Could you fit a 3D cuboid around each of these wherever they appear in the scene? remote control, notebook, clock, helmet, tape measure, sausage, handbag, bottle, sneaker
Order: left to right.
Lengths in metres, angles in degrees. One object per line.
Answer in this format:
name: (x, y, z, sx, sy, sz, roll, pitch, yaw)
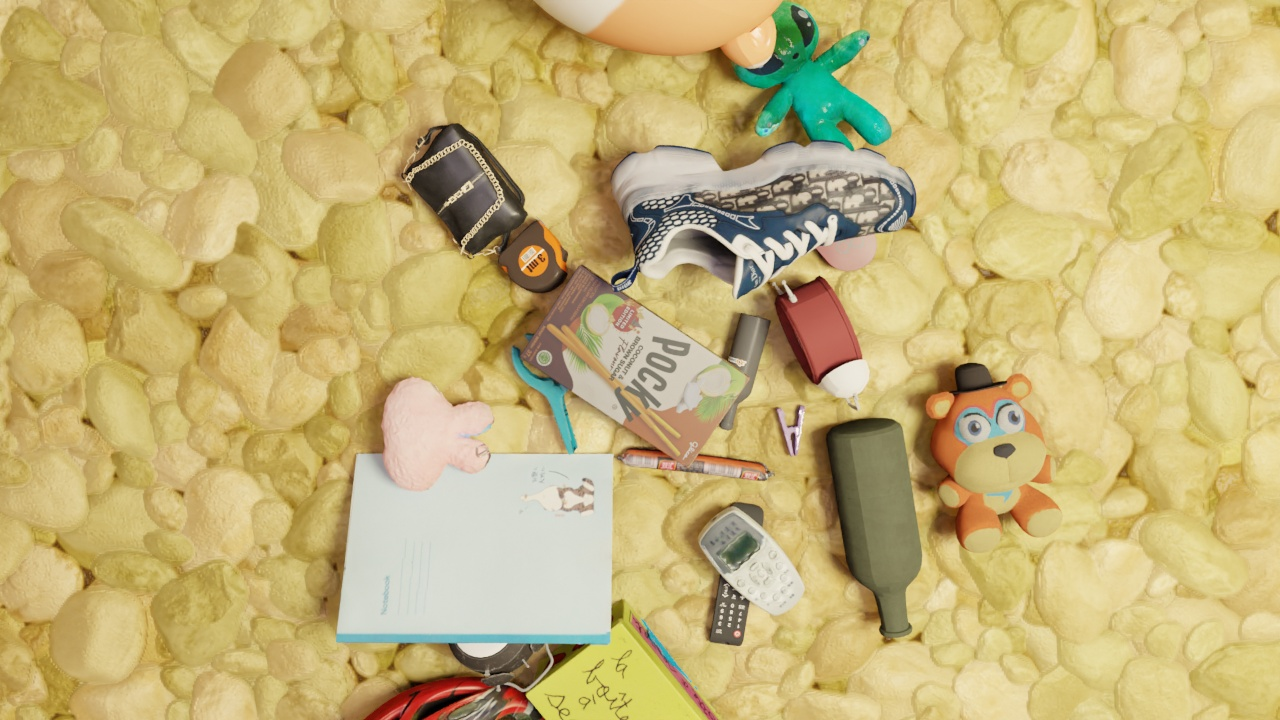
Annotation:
helmet: (-0.189, 0.428, 0.874, 0.271, 0.167, 0.217, -35, 99, -9)
handbag: (-0.164, -0.156, 0.857, 0.079, 0.054, 0.128, -36, 98, 14)
notebook: (-0.153, 0.176, 0.870, 0.253, 0.009, 0.180, 0, 70, 0)
clock: (-0.138, 0.256, 0.876, 0.091, 0.044, 0.123, -45, 58, -6)
tape measure: (-0.096, -0.093, 0.867, 0.058, 0.038, 0.059, -45, 81, 4)
sausage: (0.054, 0.101, 0.896, 0.155, 0.020, 0.020, 6, 96, -1)
remote control: (0.095, 0.214, 0.910, 0.033, 0.015, 0.147, 8, 96, -1)
bottle: (0.096, 0.012, 0.881, 0.030, 0.030, 0.113, 14, 96, -2)
remote control: (0.108, 0.195, 0.885, 0.060, 0.028, 0.114, -42, 94, 4)
sneaker: (0.105, -0.111, 0.805, 0.269, 0.103, 0.132, 1, 64, 5)
clock: (0.168, -0.017, 0.846, 0.048, 0.096, 0.137, -25, 93, 3)
tape measure: (0.193, -0.110, 0.874, 0.059, 0.019, 0.051, -18, 98, 8)
bottle: (0.229, 0.161, 0.878, 0.071, 0.071, 0.207, -11, 96, 1)

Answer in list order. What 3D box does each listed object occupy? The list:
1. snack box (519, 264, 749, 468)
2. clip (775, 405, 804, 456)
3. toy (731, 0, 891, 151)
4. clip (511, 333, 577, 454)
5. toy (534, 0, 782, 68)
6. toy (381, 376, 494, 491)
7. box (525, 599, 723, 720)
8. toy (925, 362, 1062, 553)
snack box: (-0.005, 0.005, 0.850, 0.186, 0.031, 0.101, 34, 96, -2)
clip: (0.152, 0.065, 0.896, 0.045, 0.014, 0.051, -32, 92, 0)
toy: (0.144, -0.259, 0.836, 0.130, 0.072, 0.193, -38, 86, 2)
clip: (-0.069, 0.017, 0.884, 0.103, 0.027, 0.120, -45, 95, 2)
toy: (0.025, -0.373, 0.725, 0.280, 0.266, 0.263, 31, 93, -19)
toy: (-0.193, 0.071, 0.874, 0.105, 0.053, 0.108, 4, 82, -9)
box: (0.003, 0.358, 0.895, 0.124, 0.080, 0.221, -36, 96, 4)
toy: (0.328, 0.088, 0.866, 0.112, 0.096, 0.176, -16, 85, 2)
